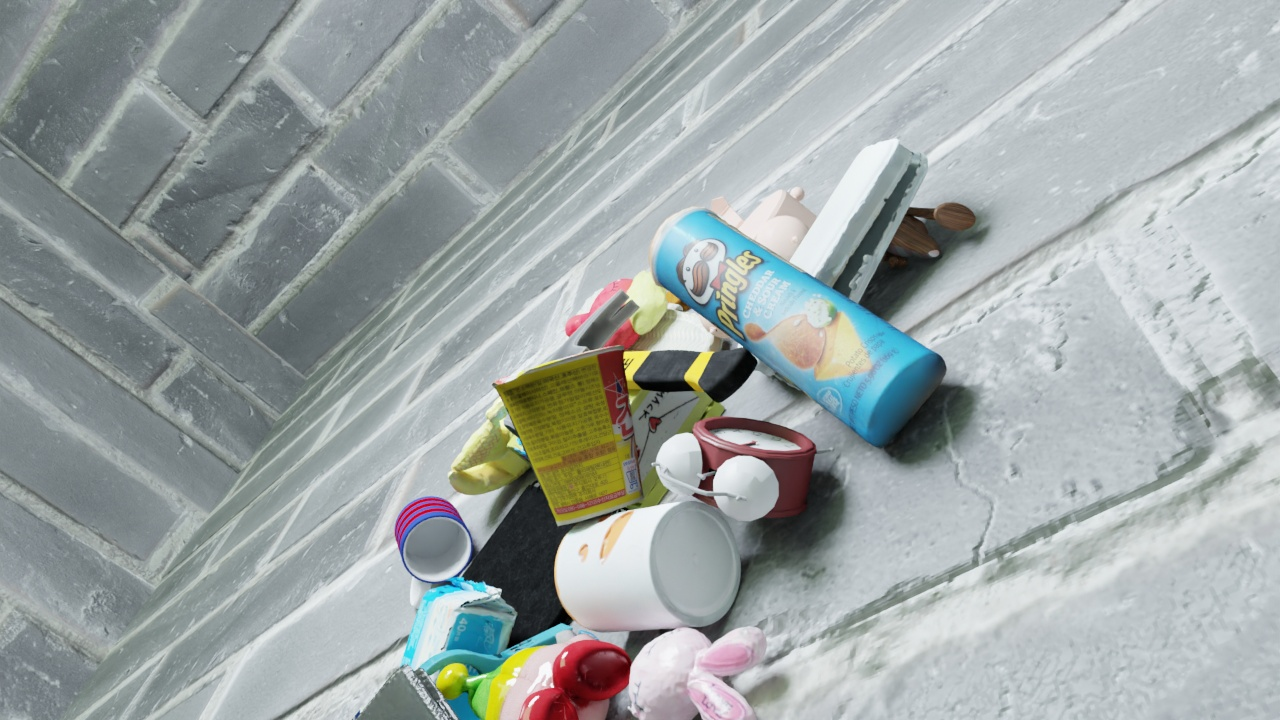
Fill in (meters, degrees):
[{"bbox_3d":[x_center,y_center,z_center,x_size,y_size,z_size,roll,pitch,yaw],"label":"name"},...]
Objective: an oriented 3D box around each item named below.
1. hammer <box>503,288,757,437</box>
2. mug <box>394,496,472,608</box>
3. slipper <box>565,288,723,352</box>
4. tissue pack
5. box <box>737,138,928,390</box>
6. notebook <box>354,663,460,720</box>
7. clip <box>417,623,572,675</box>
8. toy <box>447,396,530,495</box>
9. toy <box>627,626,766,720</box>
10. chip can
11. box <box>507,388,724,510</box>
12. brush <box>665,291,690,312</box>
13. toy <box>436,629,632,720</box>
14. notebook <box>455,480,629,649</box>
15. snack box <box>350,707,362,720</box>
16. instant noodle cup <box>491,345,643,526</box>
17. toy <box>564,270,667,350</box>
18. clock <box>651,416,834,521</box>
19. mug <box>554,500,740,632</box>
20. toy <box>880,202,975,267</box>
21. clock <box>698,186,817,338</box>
[{"bbox_3d":[-0.005,0.004,0.758,0.169,0.034,0.325,-53,21,-17],"label":"hammer"},{"bbox_3d":[-0.231,0.211,0.999,0.076,0.075,0.112,-159,84,-69],"label":"mug"},{"bbox_3d":[0.002,-0.019,0.972,0.114,0.054,0.273,-54,30,-7],"label":"slipper"},{"bbox_3d":[-0.151,0.247,0.734,0.093,0.061,0.144,-15,57,58],"label":"tissue pack"},{"bbox_3d":[0.146,-0.081,0.728,0.214,0.063,0.118,-63,16,10],"label":"box"},{"bbox_3d":[-0.144,0.311,0.559,0.169,0.029,0.209,-51,49,-5],"label":"notebook"},{"bbox_3d":[-0.116,0.236,0.684,0.033,0.118,0.120,-19,45,66],"label":"clip"},{"bbox_3d":[-0.138,0.077,1.004,0.171,0.064,0.154,-56,-17,24],"label":"toy"},{"bbox_3d":[0.028,0.187,0.541,0.110,0.047,0.063,-19,42,46],"label":"toy"},{"bbox_3d":[0.102,-0.030,0.645,0.080,0.080,0.229,-47,51,-2],"label":"chip can"},{"bbox_3d":[-0.032,0.063,0.861,0.124,0.079,0.221,-54,19,-19],"label":"box"},{"bbox_3d":[0.022,-0.054,1.051,0.127,0.017,0.048,-35,23,29],"label":"brush"},{"bbox_3d":[-0.073,0.221,0.619,0.132,0.097,0.123,-40,14,52],"label":"toy"},{"bbox_3d":[-0.103,0.191,0.840,0.169,0.019,0.232,-54,21,-16],"label":"notebook"},{"bbox_3d":[-0.216,0.361,0.686,0.104,0.057,0.208,-50,20,-7],"label":"snack box"},{"bbox_3d":[-0.043,0.055,0.668,0.100,0.112,0.100,-18,-2,-1],"label":"instant noodle cup"},{"bbox_3d":[-0.026,-0.046,0.943,0.135,0.045,0.091,-24,40,32],"label":"toy"},{"bbox_3d":[0.066,0.070,0.601,0.087,0.124,0.044,18,105,39],"label":"clock"},{"bbox_3d":[0.003,0.141,0.624,0.106,0.082,0.082,-22,31,48],"label":"mug"},{"bbox_3d":[0.209,-0.100,0.724,0.102,0.041,0.055,28,108,62],"label":"toy"},{"bbox_3d":[0.101,-0.101,0.862,0.131,0.086,0.160,-49,15,25],"label":"clock"}]
